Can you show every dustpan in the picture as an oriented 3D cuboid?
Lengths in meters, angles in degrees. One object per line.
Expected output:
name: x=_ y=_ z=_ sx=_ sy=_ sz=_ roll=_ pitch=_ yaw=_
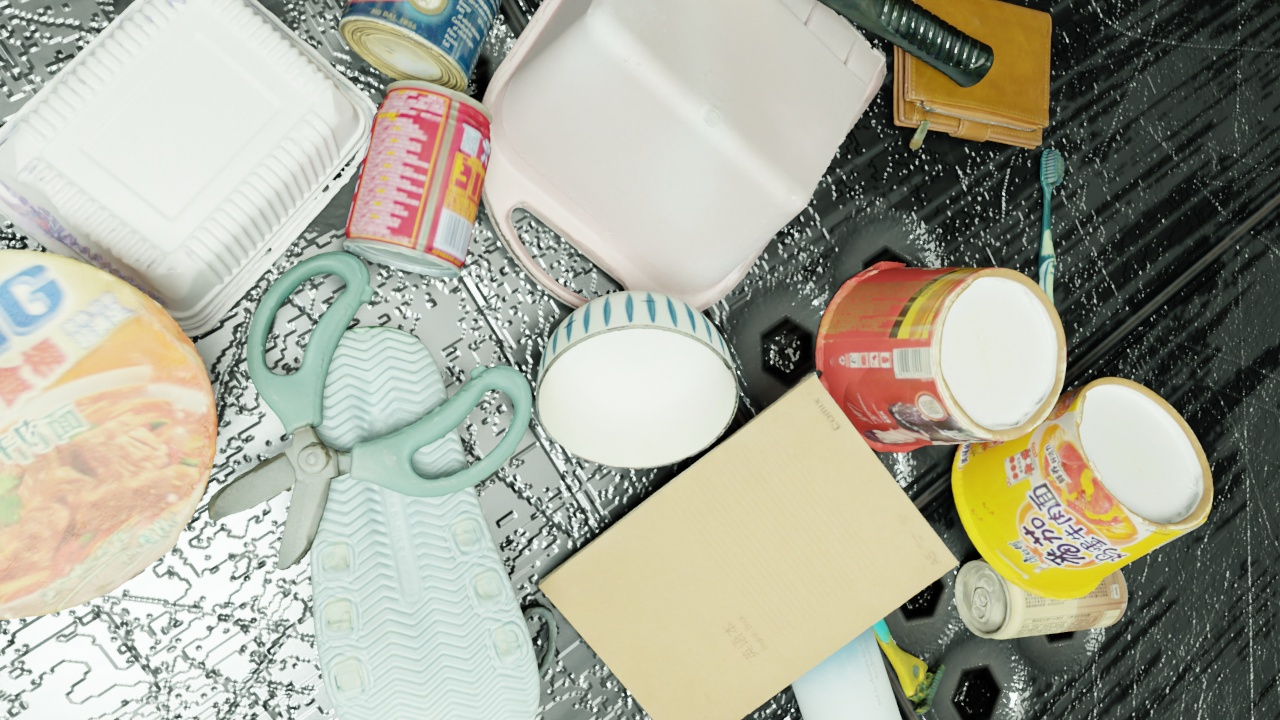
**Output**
dustpan: x=0.018 y=-0.166 z=0.599 sx=0.222 sy=0.139 sz=0.272 roll=39 pitch=47 yaw=-15

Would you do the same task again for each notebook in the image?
notebook: x=0.066 y=0.129 z=0.560 sx=0.211 sy=0.012 sz=0.149 roll=-38 pitch=97 yaw=6

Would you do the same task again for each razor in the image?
razor: x=0.174 y=0.184 z=0.645 sx=0.043 sy=0.028 sz=0.132 roll=-42 pitch=109 yaw=-41

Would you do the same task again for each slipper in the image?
slipper: x=-0.130 y=0.101 z=0.504 sx=0.104 sy=0.074 sz=0.245 roll=-13 pitch=78 yaw=-18

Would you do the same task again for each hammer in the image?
hammer: x=0.104 y=-0.250 z=0.580 sx=0.300 sy=0.033 sz=0.128 roll=19 pitch=55 yaw=-23

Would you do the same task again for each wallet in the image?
wallet: x=0.246 y=-0.211 z=0.676 sx=0.130 sy=0.035 sz=0.119 roll=4 pitch=88 yaw=-20

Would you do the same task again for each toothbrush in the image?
toothbrush: x=0.319 y=-0.070 z=0.713 sx=0.016 sy=0.018 sz=0.191 roll=2 pitch=88 yaw=-22

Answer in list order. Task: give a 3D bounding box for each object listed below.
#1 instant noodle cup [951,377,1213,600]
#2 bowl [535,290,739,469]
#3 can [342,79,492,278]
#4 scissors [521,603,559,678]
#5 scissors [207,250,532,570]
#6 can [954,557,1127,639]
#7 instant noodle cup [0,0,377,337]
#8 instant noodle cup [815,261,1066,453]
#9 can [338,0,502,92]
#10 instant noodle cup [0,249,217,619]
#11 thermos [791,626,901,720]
instant noodle cup: x=0.304 y=0.083 z=0.629 sx=0.138 sy=0.110 sz=0.137 roll=10 pitch=58 yaw=-17
bowl: x=-0.003 y=0.003 z=0.545 sx=0.116 sy=0.117 sz=0.066 roll=20 pitch=38 yaw=-21
can: x=-0.121 y=-0.099 z=0.509 sx=0.066 sy=0.067 sz=0.093 roll=14 pitch=84 yaw=-21
scissors: x=-0.103 y=0.216 z=0.536 sx=0.159 sy=0.014 sz=0.181 roll=-32 pitch=98 yaw=-19
scissors: x=-0.152 y=0.013 z=0.478 sx=0.170 sy=0.019 sz=0.180 roll=-25 pitch=79 yaw=-19
can: x=0.297 y=0.172 z=0.679 sx=0.116 sy=0.059 sz=0.058 roll=1 pitch=89 yaw=-22
instant noodle cup: x=-0.231 y=-0.113 z=0.470 sx=0.138 sy=0.060 sz=0.173 roll=41 pitch=76 yaw=-17
instant noodle cup: x=0.204 y=-0.001 z=0.617 sx=0.137 sy=0.109 sz=0.138 roll=0 pitch=90 yaw=-22
can: x=-0.113 y=-0.214 z=0.510 sx=0.075 sy=0.075 sz=0.111 roll=23 pitch=81 yaw=-20
instant noodle cup: x=-0.274 y=0.031 z=0.422 sx=0.151 sy=0.111 sz=0.151 roll=0 pitch=89 yaw=-22
thermos: x=0.113 y=0.156 z=0.599 sx=0.070 sy=0.070 sz=0.220 roll=-22 pitch=99 yaw=-21
